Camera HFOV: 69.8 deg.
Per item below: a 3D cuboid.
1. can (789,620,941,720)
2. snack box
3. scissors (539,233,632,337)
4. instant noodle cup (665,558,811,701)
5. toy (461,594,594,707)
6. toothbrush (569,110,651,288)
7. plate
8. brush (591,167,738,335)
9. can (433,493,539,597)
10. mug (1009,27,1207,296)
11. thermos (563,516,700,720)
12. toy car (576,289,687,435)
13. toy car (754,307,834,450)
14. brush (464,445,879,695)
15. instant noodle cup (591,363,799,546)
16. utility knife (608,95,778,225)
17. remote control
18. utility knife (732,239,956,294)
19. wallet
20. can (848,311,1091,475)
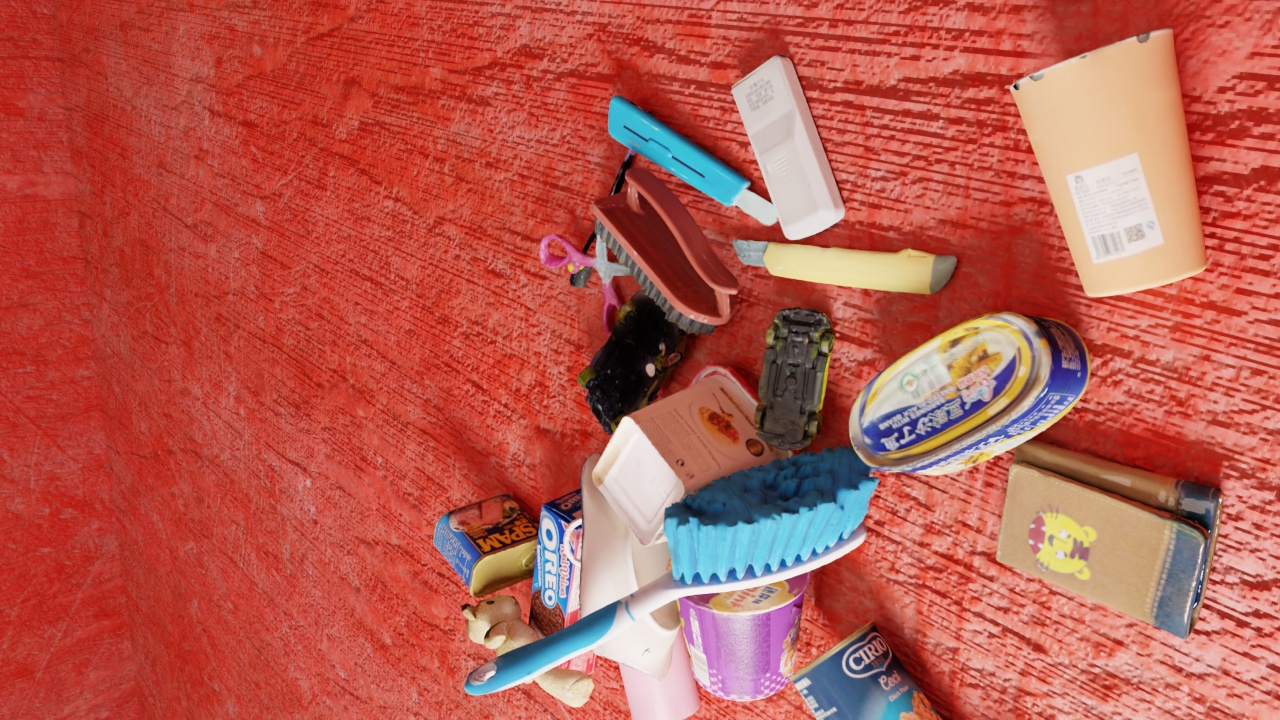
[{"bbox_3d":[0.170,0.256,0.660,0.111,0.075,0.076,56,134,20],"label":"can"},{"bbox_3d":[-0.071,0.232,0.924,0.057,0.058,0.208,28,120,36],"label":"snack box"},{"bbox_3d":[-0.036,-0.079,0.821,0.133,0.017,0.134,10,116,31],"label":"scissors"},{"bbox_3d":[0.080,0.204,0.727,0.112,0.111,0.099,16,121,44],"label":"instant noodle cup"},{"bbox_3d":[-0.110,0.285,0.899,0.157,0.066,0.105,27,162,32],"label":"toy"},{"bbox_3d":[-0.026,-0.136,0.809,0.017,0.014,0.189,44,129,21],"label":"toothbrush"},{"bbox_3d":[0.002,0.166,0.746,0.034,0.164,0.163,-15,57,23],"label":"plate"},{"bbox_3d":[0.025,-0.086,0.730,0.146,0.063,0.069,53,146,22],"label":"brush"},{"bbox_3d":[-0.157,0.193,0.972,0.083,0.101,0.057,38,126,36],"label":"can"},{"bbox_3d":[0.250,-0.099,0.481,0.078,0.078,0.123,-13,95,48],"label":"mug"},{"bbox_3d":[-0.009,0.229,0.838,0.067,0.087,0.198,175,80,-81],"label":"thermos"},{"bbox_3d":[-0.005,0.005,0.802,0.070,0.042,0.159,53,134,23],"label":"toy car"},{"bbox_3d":[0.114,0.014,0.674,0.048,0.032,0.105,9,90,25],"label":"toy car"},{"bbox_3d":[0.024,0.148,0.640,0.060,0.314,0.110,-122,22,-53],"label":"brush"},{"bbox_3d":[0.040,0.079,0.714,0.116,0.124,0.117,49,132,25],"label":"instant noodle cup"},{"bbox_3d":[0.041,-0.155,0.722,0.182,0.018,0.034,38,125,25],"label":"utility knife"},{"bbox_3d":[0.105,-0.150,0.657,0.049,0.024,0.125,-25,82,47],"label":"remote control"},{"bbox_3d":[0.135,-0.069,0.650,0.184,0.019,0.031,12,105,38],"label":"utility knife"},{"bbox_3d":[0.273,0.101,0.542,0.115,0.033,0.090,20,116,46],"label":"wallet"},{"bbox_3d":[0.199,0.023,0.571,0.149,0.049,0.074,-38,56,43],"label":"can"}]
